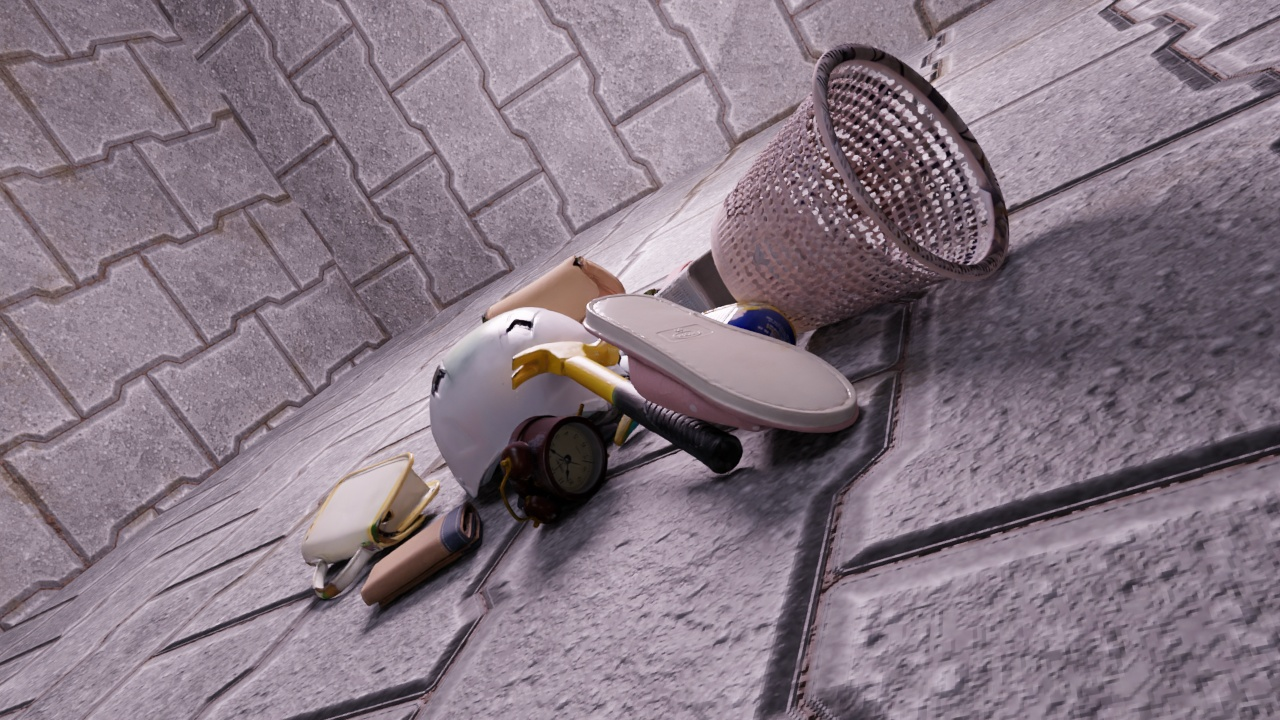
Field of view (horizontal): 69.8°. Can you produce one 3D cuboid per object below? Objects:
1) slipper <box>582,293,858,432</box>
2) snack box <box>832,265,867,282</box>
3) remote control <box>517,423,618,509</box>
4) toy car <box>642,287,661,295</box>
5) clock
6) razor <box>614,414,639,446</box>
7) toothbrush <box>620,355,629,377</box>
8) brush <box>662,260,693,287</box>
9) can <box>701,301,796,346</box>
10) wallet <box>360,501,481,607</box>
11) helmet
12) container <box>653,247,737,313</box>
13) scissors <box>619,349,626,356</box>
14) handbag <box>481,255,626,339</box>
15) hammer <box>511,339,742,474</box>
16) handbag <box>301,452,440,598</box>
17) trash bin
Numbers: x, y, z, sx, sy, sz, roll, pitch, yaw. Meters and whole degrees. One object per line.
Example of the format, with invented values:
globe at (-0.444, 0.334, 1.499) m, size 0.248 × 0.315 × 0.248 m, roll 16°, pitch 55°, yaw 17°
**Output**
slipper at (0.052, 0.007, 0.732) m, size 0.114 × 0.054 × 0.275 m, roll -18°, pitch 31°, yaw -38°
snack box at (0.188, -0.095, 1.008) m, size 0.084 × 0.026 × 0.157 m, roll -32°, pitch 13°, yaw -2°
remote control at (-0.074, 0.097, 0.906) m, size 0.053 × 0.024 × 0.136 m, roll -15°, pitch 21°, yaw 50°
toy car at (-0.002, -0.054, 1.228) m, size 0.121 × 0.053 × 0.045 m, roll -29°, pitch -12°, yaw 31°
clock at (-0.081, 0.094, 0.811) m, size 0.055 × 0.082 × 0.121 m, roll -9°, pitch 22°, yaw 44°
razor at (0.013, 0.040, 0.922) m, size 0.043 × 0.028 × 0.132 m, roll -10°, pitch 27°, yaw 50°
toothbrush at (-0.006, 0.006, 1.077) m, size 0.026 × 0.026 × 0.221 m, roll -37°, pitch 14°, yaw -27°
brush at (0.054, -0.074, 1.138) m, size 0.063 × 0.069 × 0.145 m, roll -25°, pitch 15°, yaw 30°
can at (0.071, -0.004, 0.841) m, size 0.148 × 0.074 × 0.049 m, roll -17°, pitch 22°, yaw 46°
wallet at (-0.208, 0.185, 0.878) m, size 0.115 × 0.033 × 0.090 m, roll -33°, pitch 11°, yaw 0°
helmet at (-0.143, 0.024, 1.033) m, size 0.229 × 0.146 × 0.258 m, roll -32°, pitch 8°, yaw 10°
container at (0.075, -0.066, 1.002) m, size 0.090 × 0.090 × 0.115 m, roll -38°, pitch 3°, yaw -29°
scissors at (-0.029, -0.018, 1.182) m, size 0.179 × 0.014 × 0.159 m, roll -51°, pitch 26°, yaw 13°
handbag at (-0.115, -0.052, 1.292) m, size 0.205 × 0.148 × 0.099 m, roll -31°, pitch 45°, yaw 11°
hammer at (-0.013, 0.031, 0.804) m, size 0.128 × 0.033 × 0.301 m, roll -8°, pitch 19°, yaw -30°
handbag at (-0.319, 0.200, 1.043) m, size 0.164 × 0.063 × 0.178 m, roll -21°, pitch 32°, yaw 38°
trash bin at (0.175, -0.129, 0.815) m, size 0.193 × 0.227 × 0.226 m, roll -36°, pitch 6°, yaw 46°
